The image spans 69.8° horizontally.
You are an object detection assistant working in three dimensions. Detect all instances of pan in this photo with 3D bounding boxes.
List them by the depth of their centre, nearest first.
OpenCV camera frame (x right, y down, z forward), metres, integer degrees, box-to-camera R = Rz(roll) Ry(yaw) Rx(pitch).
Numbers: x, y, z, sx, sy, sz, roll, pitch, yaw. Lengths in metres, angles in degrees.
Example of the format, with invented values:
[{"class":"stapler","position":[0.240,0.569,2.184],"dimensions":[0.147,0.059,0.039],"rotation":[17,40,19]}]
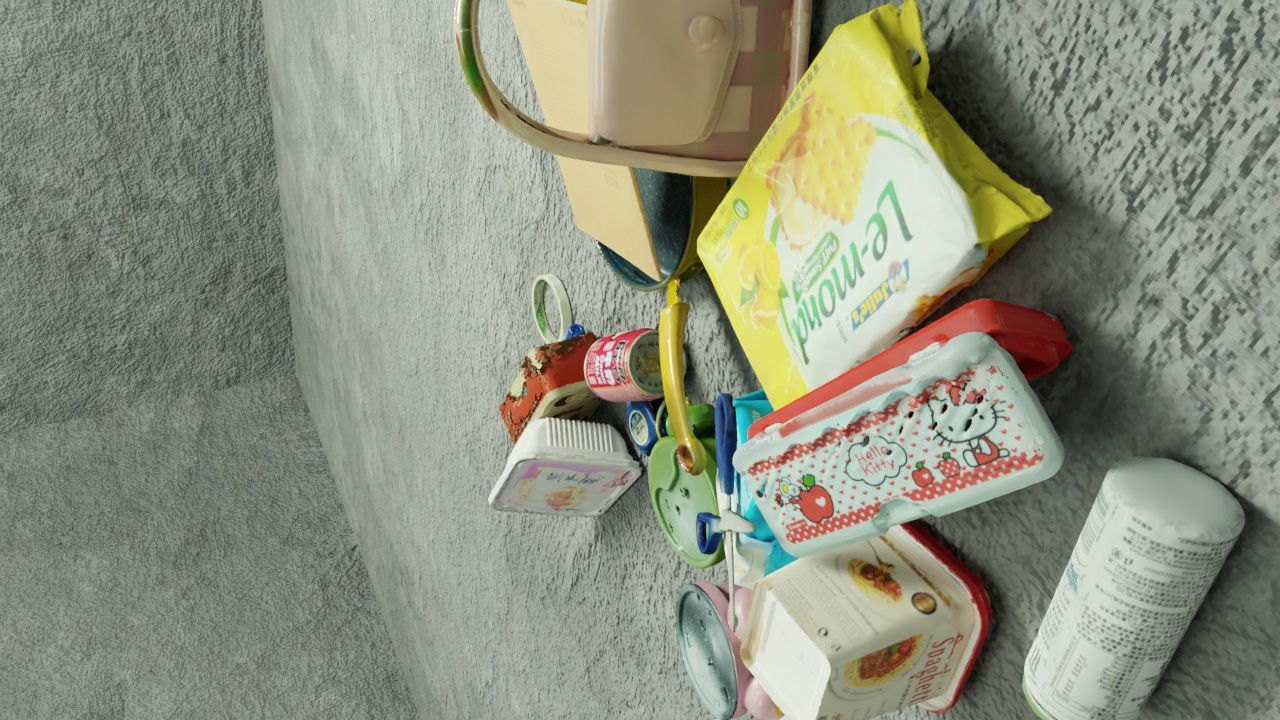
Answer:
[{"class":"pan","position":[0.015,-0.082,0.764],"dimensions":[0.198,0.078,0.357],"rotation":[-41,66,61]}]

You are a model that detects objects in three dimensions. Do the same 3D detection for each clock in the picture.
[{"class":"clock","position":[0.088,0.244,0.782],"dimensions":[0.159,0.059,0.117],"rotation":[163,97,-70]},{"class":"clock","position":[0.051,0.103,0.804],"dimensions":[0.161,0.056,0.116],"rotation":[60,148,29]}]

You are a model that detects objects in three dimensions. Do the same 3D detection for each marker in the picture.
[{"class":"marker","position":[-0.093,0.002,1.076],"dimensions":[0.017,0.016,0.146],"rotation":[65,151,22]}]

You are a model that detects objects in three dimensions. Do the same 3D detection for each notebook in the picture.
[{"class":"notebook","position":[-0.043,-0.176,0.711],"dimensions":[0.149,0.012,0.212],"rotation":[41,154,52]}]

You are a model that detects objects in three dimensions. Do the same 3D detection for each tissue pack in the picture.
[{"class":"tissue pack","position":[0.096,0.094,0.672],"dimensions":[0.139,0.063,0.090],"rotation":[-93,10,-52]}]

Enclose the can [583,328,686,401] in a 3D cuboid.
[{"class":"can","position":[-0.005,0.005,0.854],"dimensions":[0.094,0.066,0.066],"rotation":[-7,96,63]}]

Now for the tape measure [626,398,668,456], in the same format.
[{"class":"tape measure","position":[0.010,0.061,0.898],"dimensions":[0.058,0.025,0.054],"rotation":[-53,53,52]}]

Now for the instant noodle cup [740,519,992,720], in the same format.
[{"class":"instant noodle cup","position":[0.140,0.172,0.592],"dimensions":[0.116,0.124,0.116],"rotation":[45,140,45]}]

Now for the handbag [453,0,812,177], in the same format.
[{"class":"handbag","position":[-0.006,-0.211,0.575],"dimensions":[0.093,0.233,0.193],"rotation":[38,135,52]}]

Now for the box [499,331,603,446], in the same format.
[{"class":"box","position":[-0.100,0.033,1.022],"dimensions":[0.077,0.091,0.169],"rotation":[64,150,17]}]

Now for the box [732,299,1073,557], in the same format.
[{"class":"box","position":[0.142,0.051,0.516],"dimensions":[0.202,0.095,0.098],"rotation":[-36,52,49]}]

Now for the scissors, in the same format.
[{"class":"scissors","position":[0.059,0.108,0.650],"dimensions":[0.163,0.012,0.173],"rotation":[108,164,-61]}]

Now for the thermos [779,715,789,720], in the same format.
[{"class":"thermos","position":[0.177,0.362,0.671],"dimensions":[0.224,0.073,0.073],"rotation":[53,145,37]}]

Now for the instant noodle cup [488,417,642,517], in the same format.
[{"class":"instant noodle cup","position":[-0.086,0.117,1.008],"dimensions":[0.174,0.138,0.060],"rotation":[125,148,-55]}]

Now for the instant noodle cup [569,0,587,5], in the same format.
[{"class":"instant noodle cup","position":[-0.034,-0.332,0.722],"dimensions":[0.123,0.116,0.116],"rotation":[-118,28,-49]}]

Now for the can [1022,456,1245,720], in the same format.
[{"class":"can","position":[0.238,0.120,0.453],"dimensions":[0.058,0.058,0.147],"rotation":[45,139,46]}]

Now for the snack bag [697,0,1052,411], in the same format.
[{"class":"snack bag","position":[0.127,-0.076,0.565],"dimensions":[0.158,0.068,0.247],"rotation":[66,151,20]}]

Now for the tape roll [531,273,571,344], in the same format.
[{"class":"tape roll","position":[-0.104,-0.058,1.073],"dimensions":[0.086,0.013,0.086],"rotation":[35,131,52]}]
